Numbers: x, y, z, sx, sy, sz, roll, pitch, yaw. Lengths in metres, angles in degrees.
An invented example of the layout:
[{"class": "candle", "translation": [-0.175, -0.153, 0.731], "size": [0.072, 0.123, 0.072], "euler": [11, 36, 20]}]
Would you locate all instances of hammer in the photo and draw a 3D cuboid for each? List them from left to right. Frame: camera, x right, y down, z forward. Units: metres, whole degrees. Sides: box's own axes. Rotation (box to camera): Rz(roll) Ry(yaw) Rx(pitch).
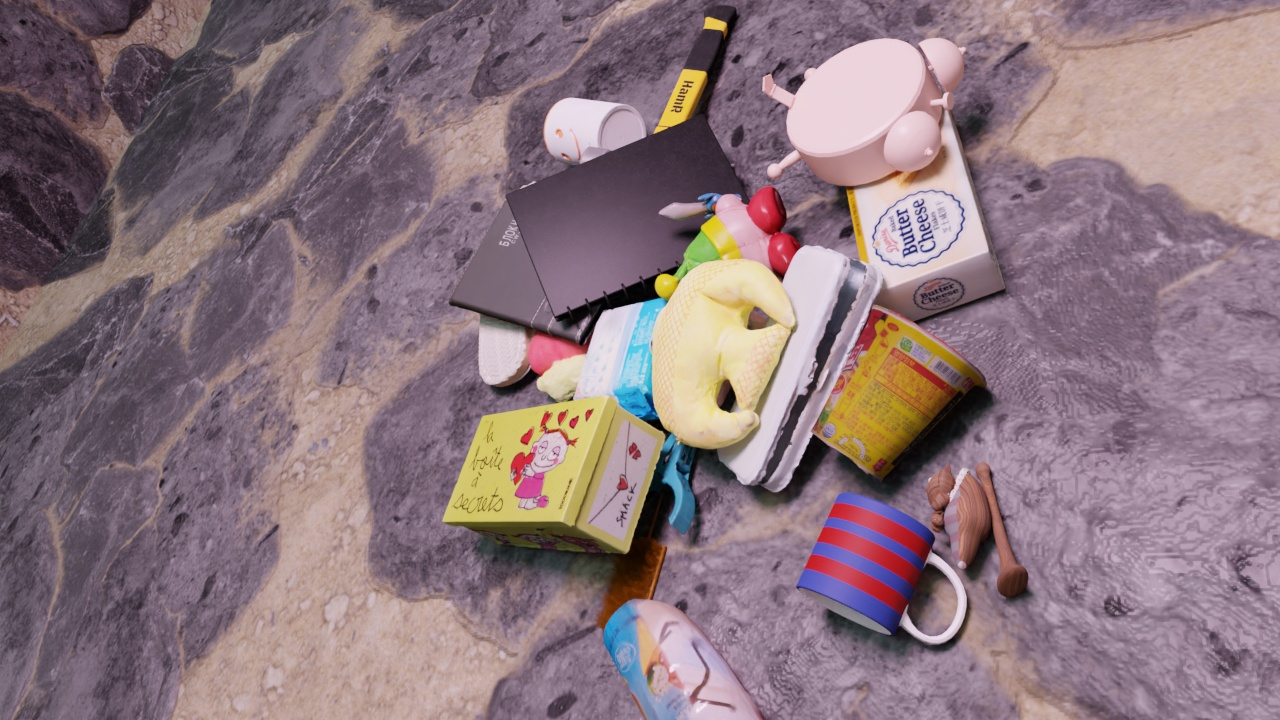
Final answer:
[{"class": "hammer", "translation": [0.060, -0.314, 1.078], "size": [0.170, 0.034, 0.323], "euler": [12, 58, 16]}]

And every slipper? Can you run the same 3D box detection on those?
[{"class": "slipper", "translation": [-0.142, -0.090, 1.091], "size": [0.115, 0.054, 0.272], "euler": [-15, 57, 33]}]

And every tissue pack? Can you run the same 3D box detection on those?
[{"class": "tissue pack", "translation": [-0.005, 0.005, 0.907], "size": [0.093, 0.061, 0.144], "euler": [-10, 52, 36]}]

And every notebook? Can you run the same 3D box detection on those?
[{"class": "notebook", "translation": [-0.103, -0.111, 1.019], "size": [0.209, 0.029, 0.169], "euler": [18, 72, 33]}, {"class": "notebook", "translation": [-0.007, -0.149, 0.960], "size": [0.231, 0.019, 0.169], "euler": [-23, 67, -2]}]

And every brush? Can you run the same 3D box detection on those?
[{"class": "brush", "translation": [-0.003, 0.179, 0.814], "size": [0.048, 0.017, 0.126], "euler": [-1, 60, 38]}]

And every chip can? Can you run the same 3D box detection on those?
[{"class": "chip can", "translation": [0.052, 0.270, 0.665], "size": [0.080, 0.080, 0.229], "euler": [-44, 43, 4]}]

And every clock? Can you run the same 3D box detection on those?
[{"class": "clock", "translation": [0.196, -0.228, 0.818], "size": [0.161, 0.086, 0.130], "euler": [8, 66, 36]}]

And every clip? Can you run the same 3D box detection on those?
[{"class": "clip", "translation": [0.025, 0.112, 0.818], "size": [0.120, 0.033, 0.118], "euler": [-40, 32, 2]}]

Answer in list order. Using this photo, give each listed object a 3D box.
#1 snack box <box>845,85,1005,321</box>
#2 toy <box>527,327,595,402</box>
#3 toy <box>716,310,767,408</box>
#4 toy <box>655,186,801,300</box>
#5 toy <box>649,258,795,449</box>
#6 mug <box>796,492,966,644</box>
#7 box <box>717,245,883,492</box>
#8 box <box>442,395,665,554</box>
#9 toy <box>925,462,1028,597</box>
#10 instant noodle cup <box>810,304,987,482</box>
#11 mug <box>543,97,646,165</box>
[{"class": "snack box", "translation": [0.242, -0.137, 0.813], "size": [0.104, 0.057, 0.207], "euler": [-21, 49, 26]}, {"class": "toy", "translation": [-0.080, -0.017, 0.993], "size": [0.092, 0.045, 0.135], "euler": [-23, 54, 17]}, {"class": "toy", "translation": [0.082, 0.004, 0.849], "size": [0.110, 0.047, 0.063], "euler": [-48, 32, 6]}, {"class": "toy", "translation": [0.080, -0.108, 0.881], "size": [0.132, 0.096, 0.124], "euler": [-23, 92, 28]}, {"class": "toy", "translation": [0.058, -0.008, 0.795], "size": [0.155, 0.064, 0.170], "euler": [22, 94, 48]}, {"class": "mug", "translation": [0.178, 0.153, 0.656], "size": [0.112, 0.075, 0.076], "euler": [23, 75, 19]}, {"class": "box", "translation": [0.131, 0.007, 0.775], "size": [0.214, 0.063, 0.118], "euler": [-71, 20, 4]}, {"class": "box", "translation": [-0.088, 0.109, 0.854], "size": [0.221, 0.079, 0.124], "euler": [-7, 56, 50]}, {"class": "toy", "translation": [0.235, 0.116, 0.653], "size": [0.055, 0.042, 0.101], "euler": [-6, 46, 10]}, {"class": "instant noodle cup", "translation": [0.191, 0.029, 0.716], "size": [0.112, 0.100, 0.100], "euler": [-54, 43, 5]}, {"class": "mug", "translation": [-0.057, -0.280, 1.136], "size": [0.105, 0.082, 0.082], "euler": [21, 75, 44]}]
